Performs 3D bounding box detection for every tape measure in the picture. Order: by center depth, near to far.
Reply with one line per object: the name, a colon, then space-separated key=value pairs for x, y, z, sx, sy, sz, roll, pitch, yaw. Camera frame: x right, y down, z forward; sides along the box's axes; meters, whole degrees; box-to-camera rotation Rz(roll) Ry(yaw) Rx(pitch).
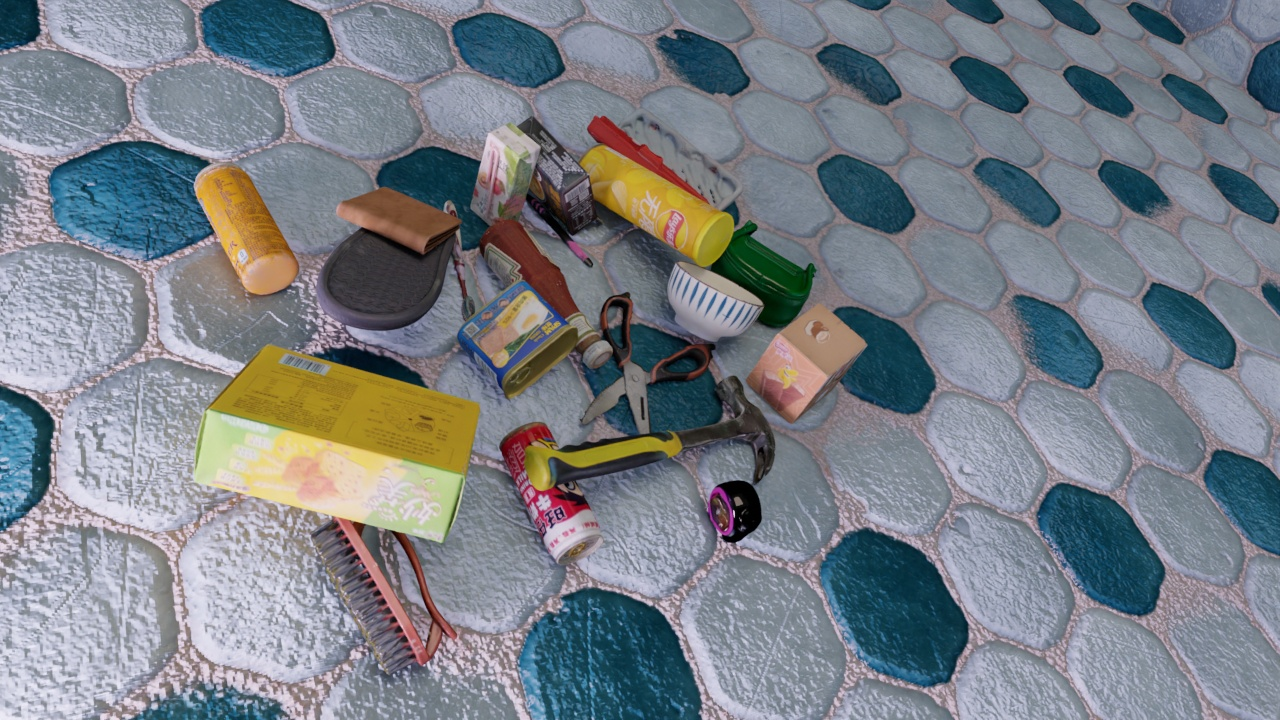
tape measure: x=0.095 y=0.152 z=0.938 sx=0.039 sy=0.057 sz=0.057 roll=-6 pitch=64 yaw=-26

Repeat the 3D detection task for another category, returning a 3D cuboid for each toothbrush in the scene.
toothbrush: x=-0.209 y=-0.119 z=1.056 sx=0.016 sy=0.017 sz=0.187 roll=1 pitch=53 yaw=-24
toothbrush: x=-0.120 y=-0.185 z=1.151 sx=0.014 sy=0.018 sz=0.189 roll=-34 pitch=72 yaw=-29

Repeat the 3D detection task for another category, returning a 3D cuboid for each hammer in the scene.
hammer: x=0.022 y=0.088 z=0.937 sx=0.322 sy=0.032 sz=0.126 roll=-7 pitch=57 yaw=-43

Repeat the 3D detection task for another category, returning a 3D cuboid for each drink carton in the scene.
drink carton: x=-0.162 y=-0.214 z=1.084 sx=0.053 sy=0.123 sz=0.045 roll=42 pitch=50 yaw=12

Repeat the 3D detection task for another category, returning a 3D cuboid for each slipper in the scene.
slipper: x=-0.263 y=-0.085 z=0.972 sx=0.110 sy=0.083 sz=0.267 roll=21 pitch=29 yaw=-9

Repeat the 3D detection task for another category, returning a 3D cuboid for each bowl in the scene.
bowl: x=0.081 y=-0.064 z=1.091 sx=0.116 sy=0.066 sz=0.116 roll=24 pitch=15 yaw=-7

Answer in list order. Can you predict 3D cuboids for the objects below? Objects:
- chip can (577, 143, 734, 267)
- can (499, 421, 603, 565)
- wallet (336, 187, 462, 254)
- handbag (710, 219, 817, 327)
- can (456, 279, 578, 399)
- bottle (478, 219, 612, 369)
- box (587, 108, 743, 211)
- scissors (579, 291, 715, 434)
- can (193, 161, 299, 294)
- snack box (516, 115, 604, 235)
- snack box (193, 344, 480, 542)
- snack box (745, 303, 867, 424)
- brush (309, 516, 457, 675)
chip can: x=0.014 y=-0.197 z=1.147 sx=0.213 sy=0.072 sz=0.071 roll=35 pitch=46 yaw=26
can: x=-0.086 y=0.127 z=0.882 sx=0.053 sy=0.053 sz=0.132 roll=-13 pitch=59 yaw=-32
wallet: x=-0.257 y=-0.155 z=0.994 sx=0.101 sy=0.020 sz=0.115 roll=25 pitch=23 yaw=1
handbag: x=0.160 y=-0.116 z=1.180 sx=0.131 sy=0.068 sz=0.119 roll=32 pitch=46 yaw=3
can: x=-0.130 y=-0.024 z=0.971 sx=0.102 sy=0.057 sz=0.083 roll=-40 pitch=72 yaw=-17
bottle: x=-0.105 y=-0.074 z=1.036 sx=0.059 sy=0.060 sz=0.206 roll=-25 pitch=65 yaw=-37
box: x=0.030 y=-0.266 z=1.252 sx=0.201 sy=0.074 sz=0.154 roll=41 pitch=35 yaw=13
scissors: x=-0.003 y=0.006 z=1.044 sx=0.224 sy=0.015 sz=0.189 roll=-27 pitch=67 yaw=-38
can: x=-0.412 y=-0.138 z=0.957 sx=0.058 sy=0.058 sz=0.146 roll=-20 pitch=62 yaw=-35
snack box: x=-0.103 y=-0.223 z=1.137 sx=0.053 sy=0.126 sz=0.113 roll=-37 pitch=71 yaw=-12
snack box: x=-0.254 y=0.069 z=0.803 sx=0.210 sy=0.070 sz=0.157 roll=17 pitch=18 yaw=-11
snack box: x=0.194 y=0.003 z=1.078 sx=0.077 sy=0.095 sz=0.092 roll=44 pitch=49 yaw=15
brush: x=-0.213 y=0.190 z=0.769 sx=0.069 sy=0.063 sz=0.146 roll=-29 pitch=69 yaw=-23
